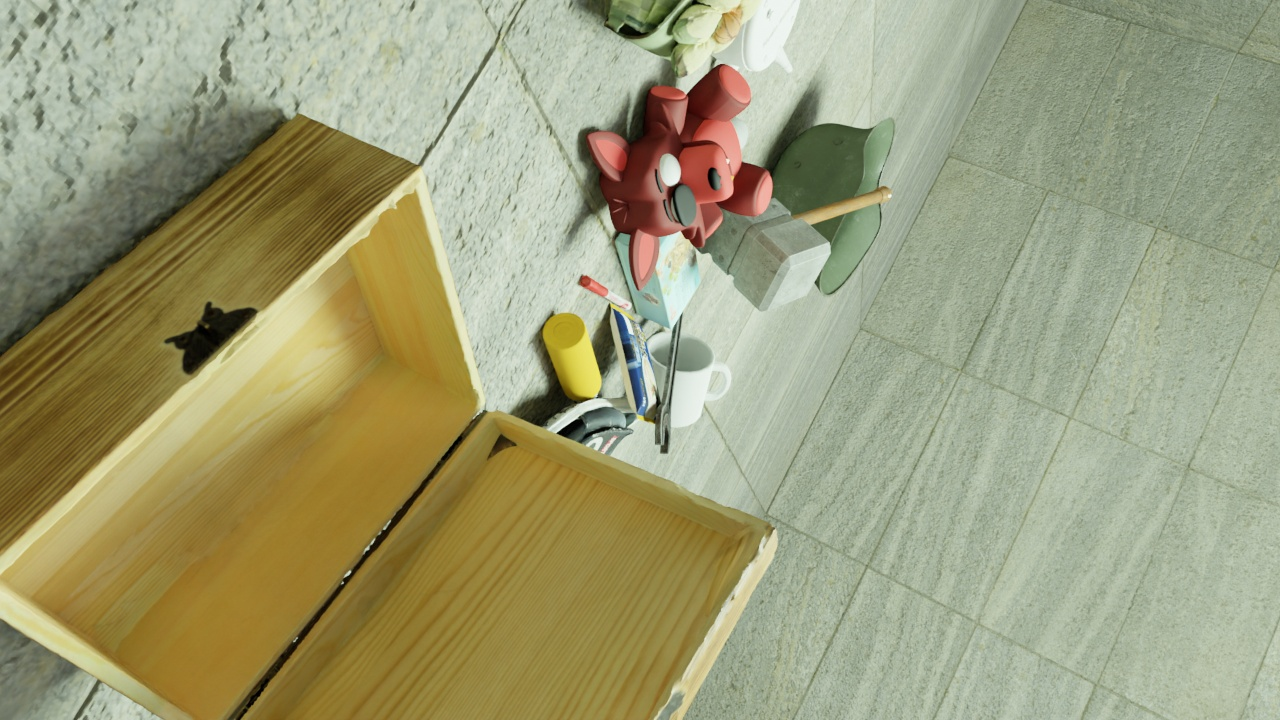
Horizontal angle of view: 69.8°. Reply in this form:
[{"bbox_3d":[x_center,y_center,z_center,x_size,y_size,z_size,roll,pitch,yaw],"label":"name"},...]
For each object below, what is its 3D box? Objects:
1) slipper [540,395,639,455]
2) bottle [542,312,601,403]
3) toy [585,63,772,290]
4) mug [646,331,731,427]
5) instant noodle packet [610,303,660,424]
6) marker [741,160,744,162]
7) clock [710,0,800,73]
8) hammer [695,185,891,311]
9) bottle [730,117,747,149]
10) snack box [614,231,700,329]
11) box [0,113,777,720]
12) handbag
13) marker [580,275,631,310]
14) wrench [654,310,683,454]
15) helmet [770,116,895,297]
[{"bbox_3d":[-0.057,0.091,1.006,0.111,0.063,0.263,-39,171,17],"label":"slipper"},{"bbox_3d":[-0.067,0.005,0.950,0.043,0.043,0.144,-57,160,-22],"label":"bottle"},{"bbox_3d":[0.038,-0.180,0.883,0.196,0.121,0.158,-42,126,-39],"label":"toy"},{"bbox_3d":[0.058,0.025,1.196,0.091,0.121,0.090,-98,-165,-52],"label":"mug"},{"bbox_3d":[-0.006,0.006,1.043,0.087,0.026,0.134,27,48,-71],"label":"instant noodle packet"},{"bbox_3d":[0.100,-0.232,1.134,0.140,0.016,0.016,-33,144,-58],"label":"marker"},{"bbox_3d":[0.124,-0.364,0.939,0.125,0.073,0.161,-57,160,-20],"label":"clock"},{"bbox_3d":[0.214,-0.177,1.126,0.316,0.162,0.083,-22,149,-37],"label":"hammer"},{"bbox_3d":[0.074,-0.230,1.023,0.135,0.044,0.044,-47,155,-41],"label":"bottle"},{"bbox_3d":[0.023,-0.109,1.030,0.074,0.053,0.175,-57,159,-17],"label":"snack box"},{"bbox_3d":[-0.120,0.106,0.501,0.278,0.336,0.287,-55,161,-30],"label":"box"},{"bbox_3d":[0.049,-0.321,0.726,0.113,0.117,0.187,-17,132,-65],"label":"handbag"},{"bbox_3d":[-0.035,-0.071,0.988,0.013,0.013,0.142,-65,162,1],"label":"marker"},{"bbox_3d":[0.040,-0.006,1.105,0.070,0.010,0.272,78,17,-50],"label":"wrench"},{"bbox_3d":[0.268,-0.247,1.345,0.268,0.154,0.226,-60,158,4],"label":"helmet"}]
